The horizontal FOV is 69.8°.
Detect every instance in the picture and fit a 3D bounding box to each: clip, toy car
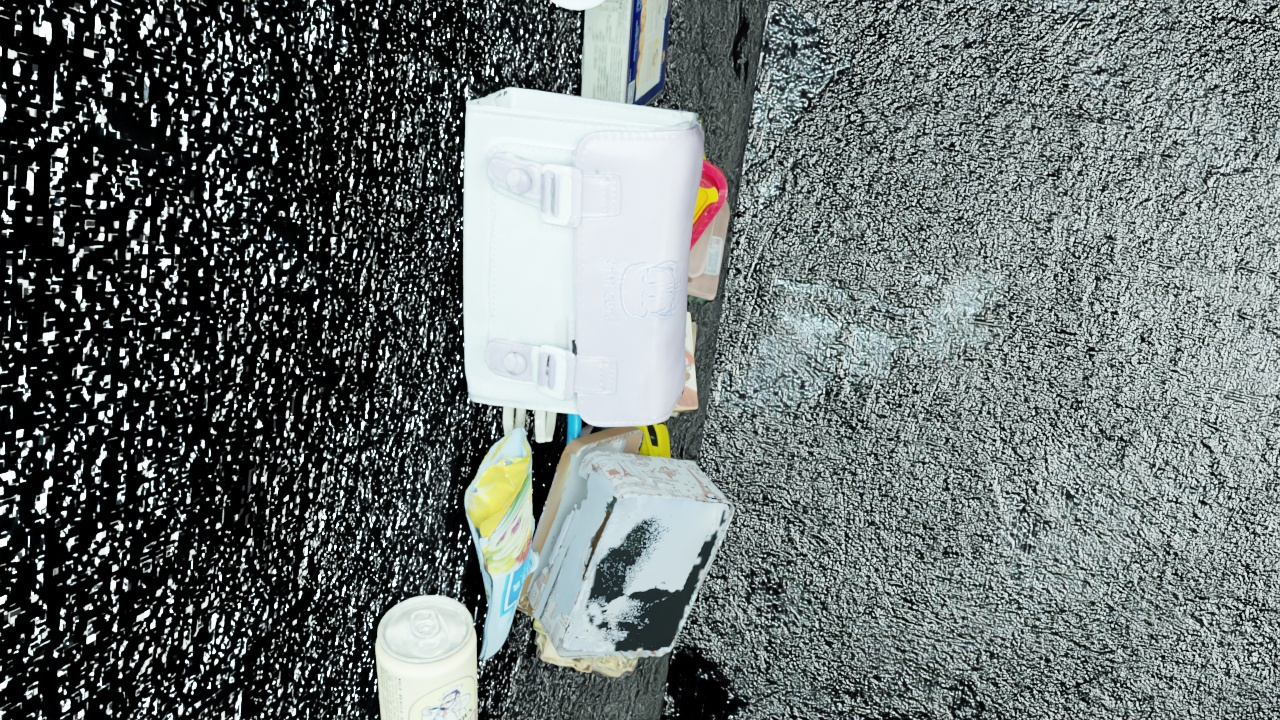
[{"bbox_3d":[-0.086,0.017,0.744,0.076,0.034,0.103,57,35,-74],"label":"clip"},{"bbox_3d":[0.007,0.086,0.966,0.071,0.041,0.155,24,56,-74],"label":"toy car"}]

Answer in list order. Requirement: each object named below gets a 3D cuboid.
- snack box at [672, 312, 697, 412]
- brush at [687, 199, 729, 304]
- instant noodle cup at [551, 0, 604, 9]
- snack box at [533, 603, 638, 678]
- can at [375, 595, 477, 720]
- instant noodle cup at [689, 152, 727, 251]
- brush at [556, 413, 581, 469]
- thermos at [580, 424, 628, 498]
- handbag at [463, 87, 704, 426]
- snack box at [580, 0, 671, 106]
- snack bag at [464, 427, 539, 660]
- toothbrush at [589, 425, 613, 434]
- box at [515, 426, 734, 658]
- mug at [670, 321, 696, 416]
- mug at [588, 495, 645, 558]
[{"bbox_3d":[-0.005,0.005,0.880,0.077,0.092,0.094,165,-78,-68],"label":"snack box"},{"bbox_3d":[0.064,-0.137,1.012,0.073,0.063,0.145,107,-2,-64],"label":"brush"},{"bbox_3d":[-0.028,-0.293,0.619,0.099,0.099,0.109,89,21,-48],"label":"instant noodle cup"},{"bbox_3d":[-0.055,0.278,0.994,0.106,0.118,0.117,110,-6,-68],"label":"snack box"},{"bbox_3d":[-0.129,0.206,0.561,0.058,0.058,0.116,-65,161,-61],"label":"can"},{"bbox_3d":[0.011,-0.172,0.877,0.116,0.116,0.123,-54,-161,31],"label":"instant noodle cup"},{"bbox_3d":[-0.058,0.040,0.833,0.255,0.046,0.083,105,-2,-52],"label":"brush"},{"bbox_3d":[-0.028,0.105,1.035,0.067,0.087,0.198,-38,177,7],"label":"thermos"},{"bbox_3d":[-0.038,-0.064,0.593,0.098,0.145,0.197,-69,164,-64],"label":"handbag"},{"bbox_3d":[-0.008,-0.322,0.837,0.182,0.046,0.178,-64,161,-62],"label":"snack box"},{"bbox_3d":[-0.106,0.149,0.728,0.110,0.039,0.191,-79,175,-45],"label":"snack bag"},{"bbox_3d":[-0.011,0.021,0.932,0.212,0.026,0.027,-63,148,-13],"label":"toothbrush"},{"bbox_3d":[-0.036,0.162,0.865,0.158,0.148,0.182,46,-62,54],"label":"box"},{"bbox_3d":[0.003,0.005,1.053,0.084,0.103,0.124,87,15,-52],"label":"mug"},{"bbox_3d":[-0.043,0.201,1.078,0.112,0.082,0.106,-41,-150,54],"label":"mug"}]
